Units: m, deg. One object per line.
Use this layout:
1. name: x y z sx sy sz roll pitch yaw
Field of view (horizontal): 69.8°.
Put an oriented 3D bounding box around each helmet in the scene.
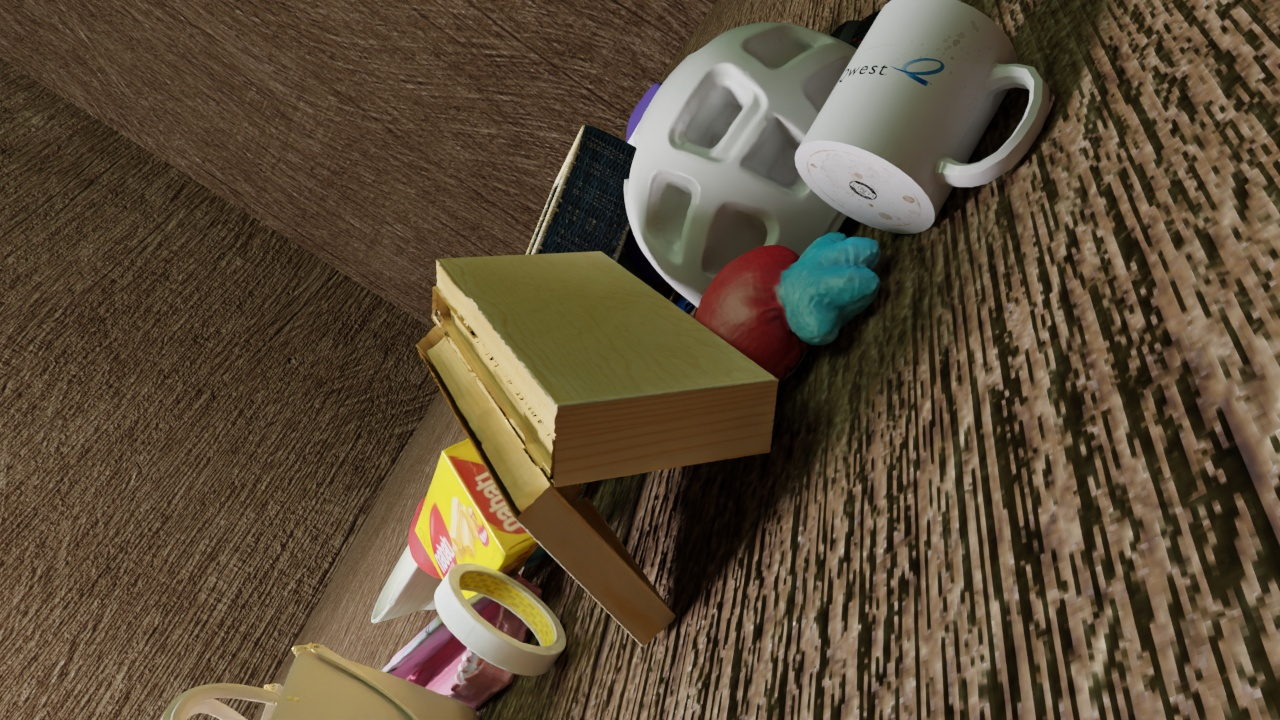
1. helmet: 0.090 -0.150 0.721 0.224 0.184 0.282 -50 -6 12

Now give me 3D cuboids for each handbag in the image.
1. handbag: -0.217 0.271 0.603 0.101 0.198 0.194 -54 13 13

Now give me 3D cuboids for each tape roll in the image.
1. tape roll: -0.094 0.173 0.619 0.019 0.094 0.094 -56 13 6

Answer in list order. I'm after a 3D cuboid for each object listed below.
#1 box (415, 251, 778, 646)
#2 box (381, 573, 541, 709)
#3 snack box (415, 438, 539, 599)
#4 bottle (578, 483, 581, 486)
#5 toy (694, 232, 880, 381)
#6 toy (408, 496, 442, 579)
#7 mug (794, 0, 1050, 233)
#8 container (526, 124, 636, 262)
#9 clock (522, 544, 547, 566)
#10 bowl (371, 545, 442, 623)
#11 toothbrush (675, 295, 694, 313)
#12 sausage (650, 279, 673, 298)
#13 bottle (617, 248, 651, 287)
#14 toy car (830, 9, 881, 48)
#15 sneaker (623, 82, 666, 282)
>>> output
1. box: -0.051 0.026 0.560 0.248 0.141 0.179 41 113 58
2. box: -0.177 0.253 0.766 0.233 0.080 0.098 -46 17 40
3. snack box: -0.135 0.137 0.745 0.042 0.092 0.201 -26 -15 -30
4. bottle: -0.062 0.063 0.821 0.049 0.071 0.133 -44 18 36
5. toy: 0.085 -0.031 0.544 0.133 0.062 0.092 -23 53 38
6. toy: -0.154 0.141 0.929 0.217 0.099 0.147 -46 9 24
7. mug: 0.156 -0.129 0.490 0.120 0.083 0.096 21 77 48
8. container: -0.063 -0.095 0.828 0.145 0.071 0.187 147 144 -72
9. clock: -0.103 0.134 0.783 0.041 0.087 0.123 -32 2 -27
10. bowl: -0.250 0.246 1.100 0.177 0.058 0.176 -53 13 17
11. toothbrush: -0.005 0.005 0.877 0.190 0.016 0.017 -49 22 29
12. sausage: -0.004 -0.054 0.960 0.155 0.040 0.040 -56 13 3
13. bottle: -0.017 -0.060 0.906 0.060 0.060 0.108 -44 41 43
14. toy car: 0.186 -0.279 0.808 0.042 0.036 0.092 -61 14 -20
15. sneaker: 0.049 -0.168 0.933 0.092 0.111 0.243 -40 41 45
